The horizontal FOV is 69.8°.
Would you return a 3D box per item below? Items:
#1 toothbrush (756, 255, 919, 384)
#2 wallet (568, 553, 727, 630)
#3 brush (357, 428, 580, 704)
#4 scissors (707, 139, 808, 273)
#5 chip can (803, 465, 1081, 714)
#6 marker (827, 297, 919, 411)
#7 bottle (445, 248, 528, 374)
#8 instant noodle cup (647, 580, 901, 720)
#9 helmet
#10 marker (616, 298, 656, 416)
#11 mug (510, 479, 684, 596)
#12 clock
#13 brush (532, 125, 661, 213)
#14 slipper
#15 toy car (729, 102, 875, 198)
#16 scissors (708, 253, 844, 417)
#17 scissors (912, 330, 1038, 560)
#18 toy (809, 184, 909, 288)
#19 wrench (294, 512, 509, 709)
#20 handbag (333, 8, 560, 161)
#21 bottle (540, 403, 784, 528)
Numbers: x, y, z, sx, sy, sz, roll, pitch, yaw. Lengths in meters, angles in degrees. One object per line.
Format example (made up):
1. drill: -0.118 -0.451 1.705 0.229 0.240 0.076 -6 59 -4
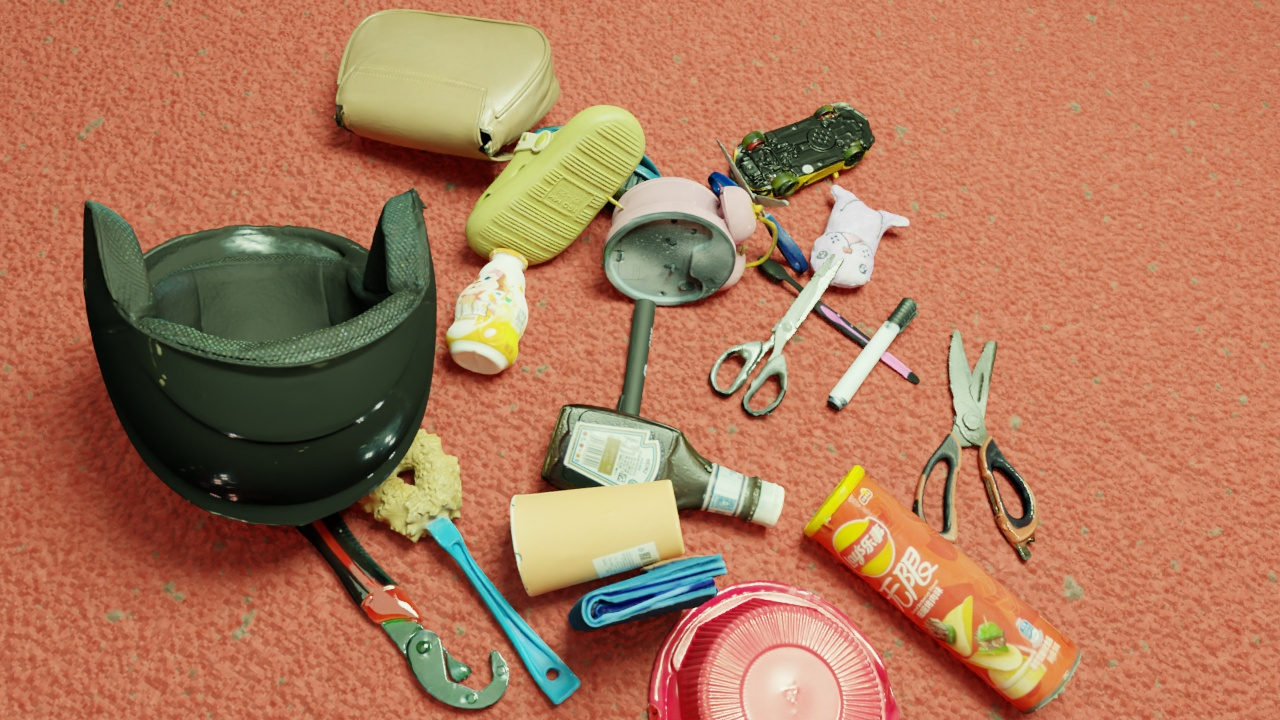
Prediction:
1. toothbrush: 0.183 -0.037 0.861 0.189 0.018 0.014 39 67 9
2. wallet: 0.002 0.171 0.669 0.106 0.133 0.040 -14 75 -12
3. brush: -0.134 0.158 0.718 0.083 0.046 0.254 -34 76 -24
4. scissors: 0.108 -0.140 0.841 0.012 0.173 0.162 -42 109 -2
5. chip can: 0.234 0.179 0.726 0.216 0.073 0.073 41 67 12
6. marker: 0.213 -0.006 0.835 0.022 0.018 0.130 40 74 -2
7. bottle: -0.129 -0.044 0.800 0.063 0.063 0.108 13 63 0
8. instant noodle cup: 0.106 0.253 0.680 0.194 0.066 0.193 3 63 -6
9. helmet: -0.273 -0.015 0.681 0.233 0.230 0.275 -5 22 -26
10. marker: -0.005 0.005 0.814 0.022 0.020 0.131 16 63 -15
11. mug: -0.031 0.131 0.703 0.123 0.078 0.078 -11 65 2
12. clock: 0.044 -0.107 0.823 0.158 0.117 0.059 3 52 -3
13. brush: -0.042 -0.187 0.883 0.144 0.055 0.073 22 64 5
14. slipper: -0.077 -0.162 0.819 0.191 0.091 0.081 -38 45 24
15. toy car: 0.165 -0.208 0.923 0.155 0.041 0.071 -26 70 -16
16. scissors: 0.124 -0.033 0.832 0.137 0.014 0.174 1 74 2
17. scissors: 0.300 0.077 0.815 0.195 0.015 0.215 -30 70 -19
18. toy: 0.204 -0.113 0.882 0.084 0.039 0.107 25 64 9
19. wrench: -0.208 0.169 0.713 0.273 0.016 0.056 41 65 13
20. handbag: -0.183 -0.257 0.873 0.205 0.100 0.147 14 59 16
21. bottle: 0.020 0.094 0.755 0.195 0.044 0.080 16 84 1
